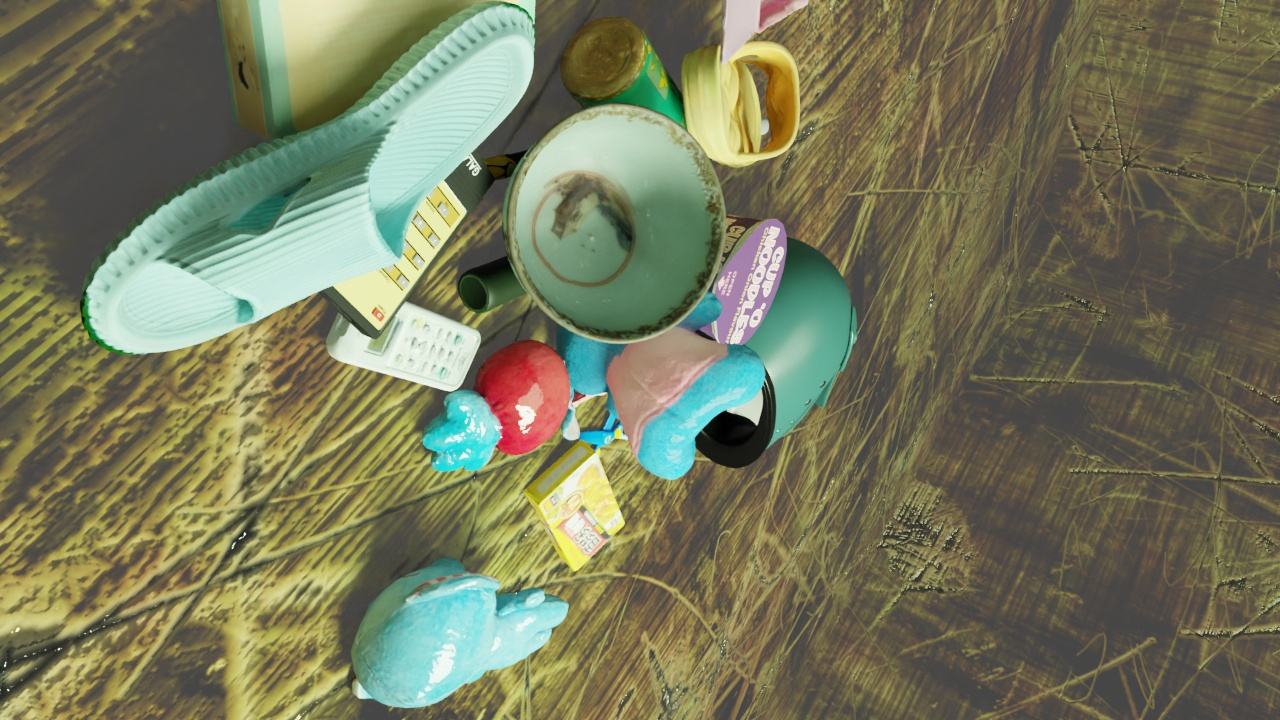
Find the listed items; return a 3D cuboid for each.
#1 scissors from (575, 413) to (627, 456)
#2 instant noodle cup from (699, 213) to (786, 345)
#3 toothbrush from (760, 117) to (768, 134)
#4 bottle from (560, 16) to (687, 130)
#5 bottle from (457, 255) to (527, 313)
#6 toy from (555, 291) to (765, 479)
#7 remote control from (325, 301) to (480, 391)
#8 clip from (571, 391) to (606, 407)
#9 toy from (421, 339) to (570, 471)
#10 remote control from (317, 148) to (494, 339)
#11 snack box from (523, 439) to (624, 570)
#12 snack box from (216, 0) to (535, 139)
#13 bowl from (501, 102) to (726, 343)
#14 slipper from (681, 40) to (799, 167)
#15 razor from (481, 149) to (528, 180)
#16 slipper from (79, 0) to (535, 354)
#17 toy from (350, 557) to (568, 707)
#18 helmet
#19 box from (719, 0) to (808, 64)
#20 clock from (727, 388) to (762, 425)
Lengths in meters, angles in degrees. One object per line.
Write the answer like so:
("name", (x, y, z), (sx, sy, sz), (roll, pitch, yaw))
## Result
("scissors", (-0.036, 0.080, 0.937), (0.126, 0.013, 0.125), (9, 105, -66))
("instant noodle cup", (0.045, -0.087, 0.823), (0.136, 0.122, 0.122), (-5, 116, -61))
("toothbrush", (0.075, -0.220, 0.884), (0.187, 0.019, 0.018), (-26, 117, -53))
("bottle", (0.009, -0.186, 0.735), (0.068, 0.068, 0.209), (-63, 154, -5))
("bottle", (-0.085, -0.069, 0.698), (0.122, 0.033, 0.033), (-32, 138, -49))
("toy", (-0.004, 0.004, 0.743), (0.098, 0.191, 0.224), (2, 129, -47))
("remote control", (-0.158, -0.014, 0.621), (0.050, 0.022, 0.133), (-65, 154, 0))
("clip", (-0.052, 0.030, 0.857), (0.045, 0.023, 0.059), (-61, 152, 2))
("toy", (-0.111, 0.039, 0.719), (0.132, 0.062, 0.092), (-31, 125, -23))
("remote control", (-0.142, -0.081, 0.560), (0.133, 0.013, 0.058), (-59, 146, -18))
("snack box", (-0.063, 0.147, 0.914), (0.075, 0.025, 0.152), (-41, 147, -19))
("snack box", (-0.129, -0.208, 0.485), (0.193, 0.044, 0.142), (-35, 142, -46))
("bowl", (-0.030, -0.095, 0.654), (0.159, 0.094, 0.160), (-2, 96, -24))
("slipper", (0.094, -0.215, 0.774), (0.262, 0.078, 0.099), (-38, 124, -70))
("razor", (-0.106, -0.131, 0.625), (0.143, 0.021, 0.044), (-30, 136, -53))
("slipper", (-0.145, -0.084, 0.472), (0.275, 0.069, 0.116), (-43, 173, -17))
("toy", (-0.145, 0.209, 0.741), (0.180, 0.114, 0.184), (0, 136, -43))
("helmet", (0.136, -0.015, 0.996), (0.199, 0.176, 0.275), (-46, 152, -30))
("box", (0.085, -0.346, 0.637), (0.178, 0.040, 0.233), (-48, 149, -45))
("clock", (0.157, 0.067, 1.241), (0.119, 0.061, 0.159), (-6, 121, -60))
